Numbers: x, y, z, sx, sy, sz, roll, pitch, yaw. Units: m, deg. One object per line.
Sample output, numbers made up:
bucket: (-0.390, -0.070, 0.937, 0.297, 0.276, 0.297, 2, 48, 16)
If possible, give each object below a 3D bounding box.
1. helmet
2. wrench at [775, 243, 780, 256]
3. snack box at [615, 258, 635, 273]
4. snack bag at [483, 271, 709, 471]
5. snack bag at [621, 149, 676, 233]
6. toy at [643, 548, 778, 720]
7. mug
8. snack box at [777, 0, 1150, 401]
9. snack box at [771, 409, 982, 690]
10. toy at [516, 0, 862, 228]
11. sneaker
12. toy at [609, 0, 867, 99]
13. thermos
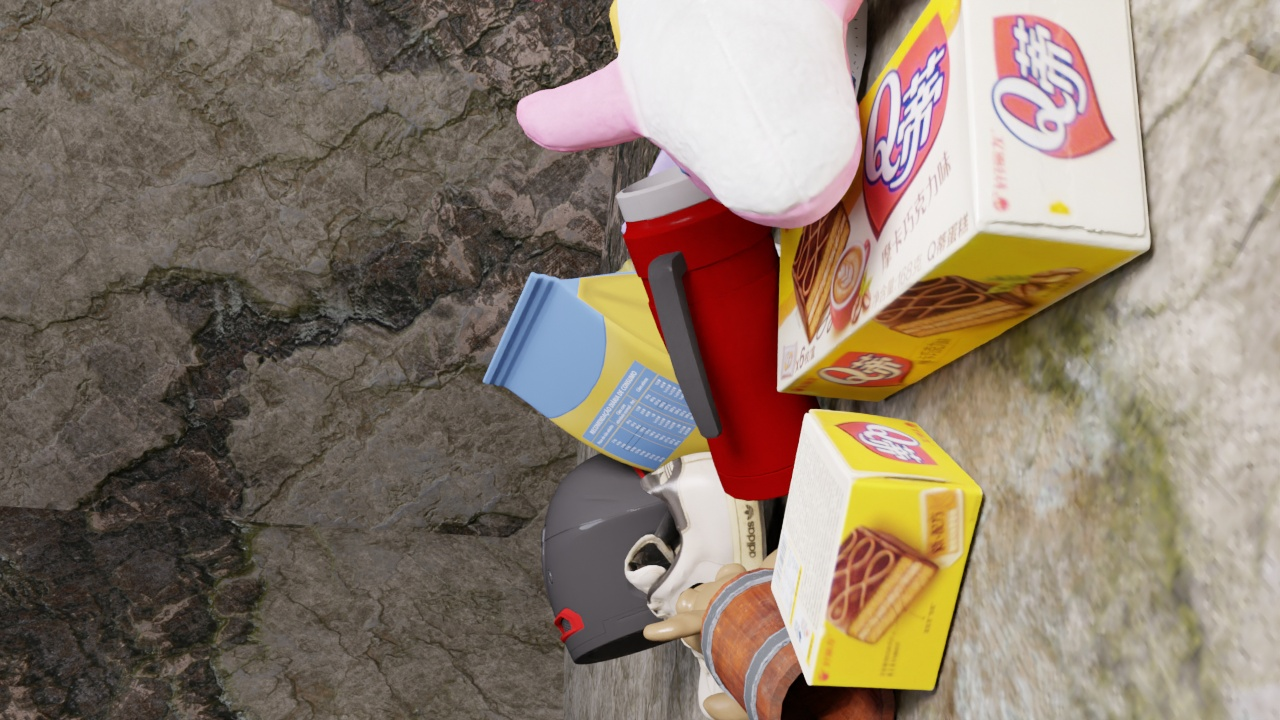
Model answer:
helmet: (-0.010, 0.169, 0.845, 0.265, 0.164, 0.169, 119, 137, -60)
wrench: (0.107, -0.082, 0.745, 0.273, 0.018, 0.066, -117, 33, -75)
snack box: (0.017, 0.000, 0.891, 0.181, 0.045, 0.122, 60, 142, 20)
snack bag: (-0.004, 0.004, 0.701, 0.159, 0.205, 0.102, 125, 155, -53)
snack bag: (0.057, -0.141, 0.772, 0.058, 0.096, 0.206, -33, -16, -39)
toy: (0.067, 0.188, 0.613, 0.106, 0.134, 0.108, 1, 115, 62)
mug: (0.088, 0.186, 0.506, 0.111, 0.081, 0.117, -158, 55, -79)
snack box: (0.123, -0.060, 0.412, 0.231, 0.061, 0.110, 117, 158, -73)
snack box: (0.107, 0.087, 0.435, 0.083, 0.061, 0.106, -104, 20, -71)
toy: (0.037, -0.142, 0.440, 0.128, 0.187, 0.265, 49, -161, -53)
sneaker: (0.040, 0.181, 0.702, 0.089, 0.102, 0.242, -107, 15, -70)
toy: (0.088, -0.212, 0.549, 0.268, 0.140, 0.247, 10, 101, 63)
thermos: (0.049, -0.015, 0.547, 0.107, 0.084, 0.199, -42, -63, -51)
